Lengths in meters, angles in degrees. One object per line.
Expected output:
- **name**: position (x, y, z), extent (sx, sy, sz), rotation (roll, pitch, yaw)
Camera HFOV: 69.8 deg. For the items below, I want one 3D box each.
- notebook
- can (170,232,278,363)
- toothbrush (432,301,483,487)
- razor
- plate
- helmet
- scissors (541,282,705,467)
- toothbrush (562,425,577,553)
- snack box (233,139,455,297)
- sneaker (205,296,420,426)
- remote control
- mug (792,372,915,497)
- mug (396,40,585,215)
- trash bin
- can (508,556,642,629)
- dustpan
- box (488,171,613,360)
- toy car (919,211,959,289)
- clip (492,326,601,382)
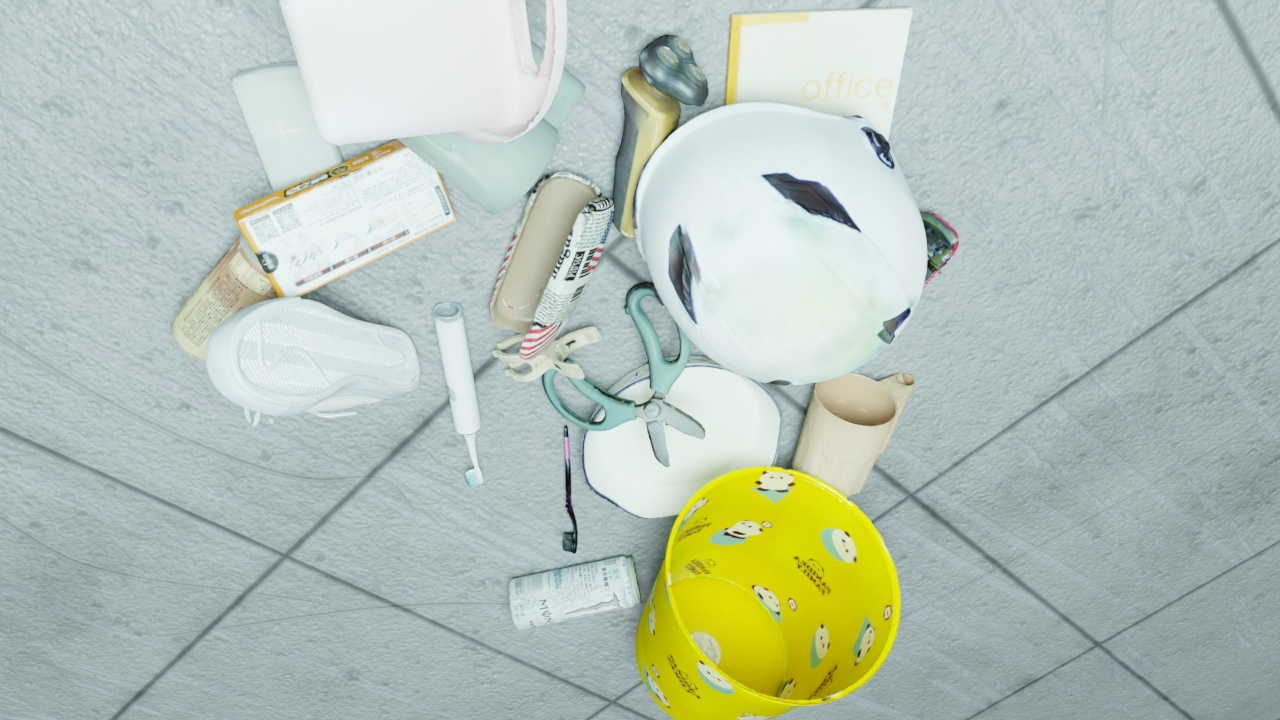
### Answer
- **notebook**: position (0.139, -0.187, 0.766), extent (0.146, 0.010, 0.207), rotation (-4, 128, -7)
- **can**: position (-0.332, -0.053, 0.759), extent (0.116, 0.058, 0.058), rotation (-41, 123, 21)
- **toothbrush**: position (-0.170, 0.041, 0.881), extent (0.026, 0.027, 0.221), rotation (-20, 132, -22)
- **razor**: position (0.009, -0.171, 0.731), extent (0.067, 0.062, 0.168), rotation (24, 131, 10)
- **plate**: position (0.040, 0.076, 0.932), extent (0.205, 0.045, 0.205), rotation (-4, 128, -5)
- **helmet**: position (0.119, -0.069, 0.734), extent (0.229, 0.145, 0.258), rotation (-30, 137, 22)
- **scissors**: position (-0.005, 0.005, 0.845), extent (0.170, 0.019, 0.181), rotation (24, 103, 18)
- **toothbrush**: position (-0.079, 0.142, 0.983), extent (0.018, 0.014, 0.189), rotation (3, 127, 4)
- **snack box**: position (-0.226, -0.112, 0.715), extent (0.153, 0.026, 0.075), rotation (-29, 130, -17)
- **sneaker**: position (-0.276, 0.005, 0.738), extent (0.091, 0.242, 0.089), rotation (-14, 85, 14)
- **remote control**: position (-0.263, -0.156, 0.714), extent (0.058, 0.021, 0.150), rotation (-9, 128, -2)
- **mug**: position (0.222, 0.072, 0.947), extent (0.124, 0.084, 0.104), rotation (-17, 135, -31)
- **mug**: position (-0.115, -0.189, 0.687), extent (0.103, 0.084, 0.124), rotation (36, 88, -29)
- **trash bin**: position (0.109, 0.268, 0.957), extent (0.229, 0.229, 0.256), rotation (3, 147, -12)
- **can**: position (-0.075, 0.265, 1.049), extent (0.147, 0.058, 0.058), rotation (-11, 128, -1)
- **dustpan**: position (-0.144, -0.239, 0.538), extent (0.138, 0.273, 0.223), rotation (-15, 134, -12)
- **box**: position (-0.070, -0.071, 0.773), extent (0.076, 0.087, 0.163), rotation (12, 122, -27)
- **toy car**: position (0.240, -0.081, 0.840), extent (0.045, 0.053, 0.121), rotation (-15, 148, -52)
- **clip**: position (-0.086, -0.008, 0.843), extent (0.099, 0.065, 0.034), rotation (-8, 130, 26)
